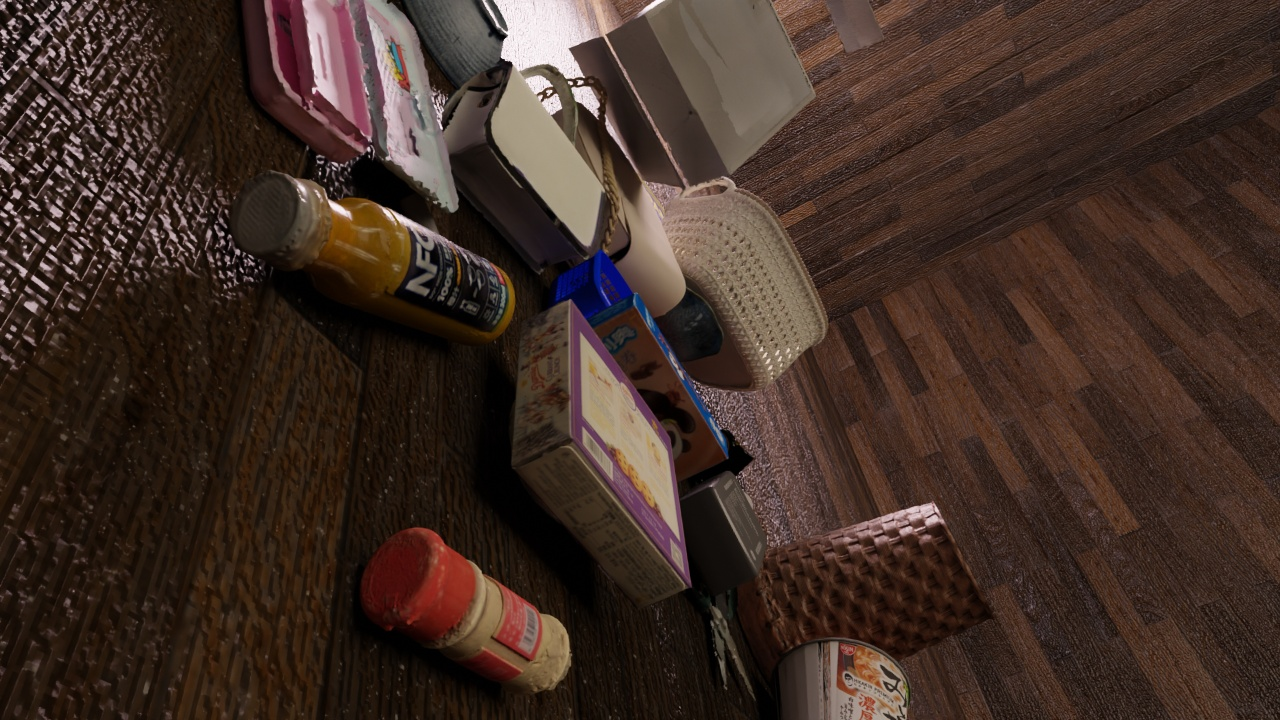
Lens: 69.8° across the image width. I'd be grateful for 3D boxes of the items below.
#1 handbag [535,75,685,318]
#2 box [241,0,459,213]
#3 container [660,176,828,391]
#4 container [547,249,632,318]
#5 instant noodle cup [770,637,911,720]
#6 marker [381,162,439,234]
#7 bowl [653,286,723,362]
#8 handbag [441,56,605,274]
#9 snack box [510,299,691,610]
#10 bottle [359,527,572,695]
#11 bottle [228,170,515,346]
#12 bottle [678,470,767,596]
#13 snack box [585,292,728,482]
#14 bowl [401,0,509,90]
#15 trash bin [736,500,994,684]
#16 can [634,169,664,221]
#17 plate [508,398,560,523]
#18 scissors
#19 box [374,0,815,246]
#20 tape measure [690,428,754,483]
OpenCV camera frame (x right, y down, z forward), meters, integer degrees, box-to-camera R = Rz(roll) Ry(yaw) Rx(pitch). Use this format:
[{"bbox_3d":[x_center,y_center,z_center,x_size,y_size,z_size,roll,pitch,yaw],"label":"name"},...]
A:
[{"bbox_3d":[-0.031,-0.157,0.939,0.210,0.103,0.208,35,31,-63],"label":"handbag"},{"bbox_3d":[-0.185,-0.193,0.576,0.152,0.038,0.201,42,25,-56],"label":"box"},{"bbox_3d":[0.102,-0.080,1.106,0.142,0.185,0.246,-48,121,-26],"label":"container"},{"bbox_3d":[-0.032,-0.026,0.786,0.114,0.058,0.096,56,15,-27],"label":"container"},{"bbox_3d":[0.168,0.323,0.773,0.123,0.124,0.121,58,24,-19],"label":"instant noodle cup"},{"bbox_3d":[-0.139,-0.083,0.592,0.022,0.016,0.138,124,-59,-80],"label":"marker"},{"bbox_3d":[0.036,-0.037,1.029,0.110,0.055,0.110,38,-23,19],"label":"bowl"},{"bbox_3d":[-0.093,-0.180,0.773,0.151,0.074,0.175,48,39,-41],"label":"handbag"},{"bbox_3d":[-0.023,0.056,0.582,0.143,0.041,0.147,55,16,-32],"label":"snack box"},{"bbox_3d":[-0.073,0.114,0.403,0.109,0.044,0.044,50,19,-44],"label":"bottle"},{"bbox_3d":[-0.129,-0.049,0.475,0.053,0.053,0.186,67,14,16],"label":"bottle"},{"bbox_3d":[0.077,0.148,0.836,0.083,0.046,0.173,63,11,5],"label":"bottle"},{"bbox_3d":[-0.004,0.032,0.720,0.151,0.087,0.034,58,14,-20],"label":"snack box"},{"bbox_3d":[-0.160,-0.311,0.850,0.137,0.057,0.136,57,15,-25],"label":"bowl"},{"bbox_3d":[0.213,0.227,0.897,0.151,0.210,0.151,57,14,-23],"label":"trash bin"},{"bbox_3d":[-0.001,-0.176,1.190,0.116,0.057,0.092,47,22,-49],"label":"can"},{"bbox_3d":[-0.058,0.065,0.586,0.104,0.026,0.104,58,15,-25],"label":"plate"},{"bbox_3d":[0.050,0.184,0.790,0.203,0.015,0.201,59,12,-21],"label":"scissors"},{"bbox_3d":[-0.050,-0.239,0.960,0.167,0.423,0.173,59,32,-21],"label":"box"},{"bbox_3d":[0.077,0.101,0.943,0.061,0.062,0.034,51,6,37],"label":"tape measure"}]
